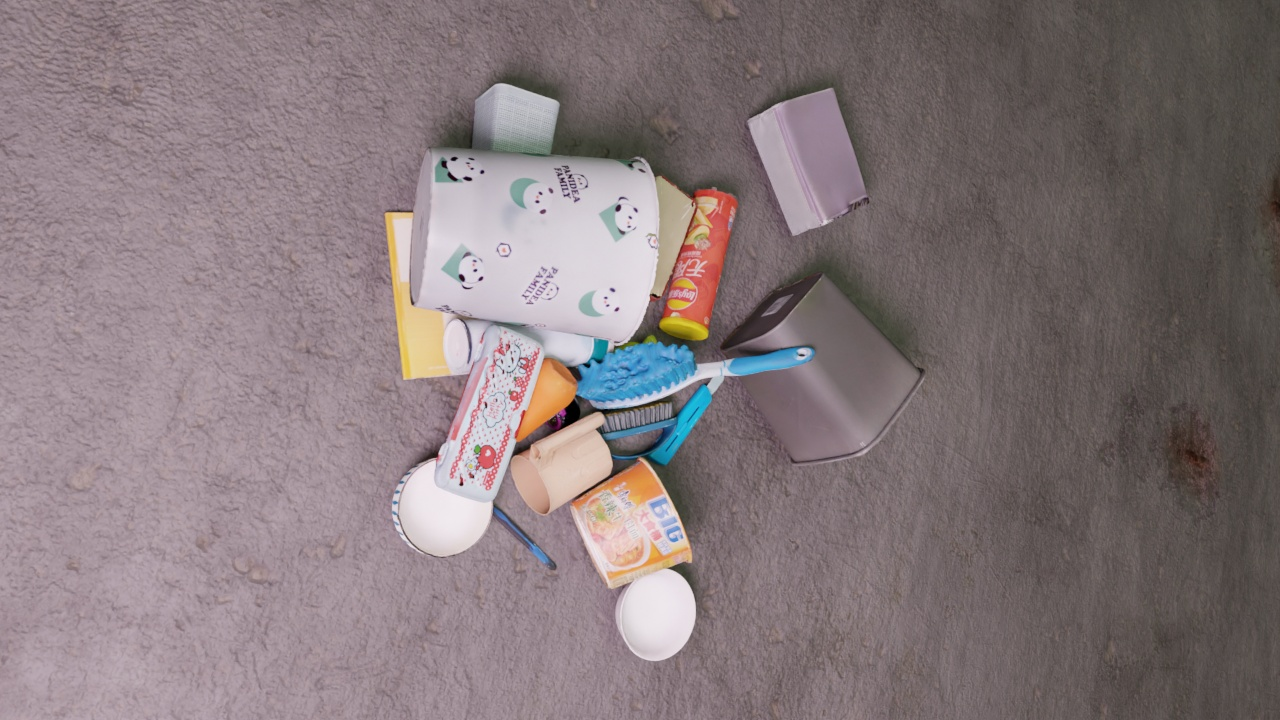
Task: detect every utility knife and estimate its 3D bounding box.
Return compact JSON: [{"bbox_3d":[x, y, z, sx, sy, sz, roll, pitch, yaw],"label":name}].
[{"bbox_3d":[0.070,0.079,1.321,0.034,0.018,0.185,48,62,-18],"label":"utility knife"}]

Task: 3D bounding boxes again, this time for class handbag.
[{"bbox_3d":[0.268,-0.313,1.439,0.144,0.099,0.197,-25,97,-30],"label":"handbag"}]

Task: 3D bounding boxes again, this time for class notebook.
[{"bbox_3d":[-0.239,-0.084,1.151,0.145,0.010,0.206,-5,87,-33],"label":"notebook"}]

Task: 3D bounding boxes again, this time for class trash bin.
[{"bbox_3d":[-0.133,-0.141,1.079,0.251,0.230,0.229,4,82,-20],"label":"trash bin"},{"bbox_3d":[0.258,0.008,1.352,0.220,0.199,0.198,50,61,-10],"label":"trash bin"}]

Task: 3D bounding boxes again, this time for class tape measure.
[{"bbox_3d":[-0.108,0.061,1.188,0.039,0.057,0.058,-29,84,-33],"label":"tape measure"}]

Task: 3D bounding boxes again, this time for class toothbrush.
[{"bbox_3d":[-0.170,0.206,1.163,0.189,0.016,0.014,49,53,-21],"label":"toothbrush"}]

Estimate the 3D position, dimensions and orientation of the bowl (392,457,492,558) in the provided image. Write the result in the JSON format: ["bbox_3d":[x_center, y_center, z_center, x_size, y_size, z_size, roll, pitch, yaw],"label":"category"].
[{"bbox_3d":[-0.241,0.173,1.088,0.116,0.066,0.116,4,82,-33],"label":"bowl"}]

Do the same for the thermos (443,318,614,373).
[{"bbox_3d":[-0.135,-0.019,1.167,0.223,0.073,0.073,-3,86,-38],"label":"thermos"}]

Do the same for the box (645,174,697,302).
[{"bbox_3d":[0.013,-0.170,1.277,0.091,0.077,0.168,31,69,-26],"label":"box"}]

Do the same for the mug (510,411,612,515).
[{"bbox_3d":[-0.096,0.123,1.156,0.103,0.125,0.084,-27,59,-33],"label":"mug"}]

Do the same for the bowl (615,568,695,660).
[{"bbox_3d":[0.008,0.335,1.226,0.118,0.065,0.118,4,83,-31],"label":"bowl"}]

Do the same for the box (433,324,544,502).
[{"bbox_3d":[-0.176,0.061,1.062,0.086,0.048,0.201,26,76,-36],"label":"box"}]

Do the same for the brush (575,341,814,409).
[{"bbox_3d":[0.073,0.009,1.207,0.315,0.109,0.060,-15,62,6],"label":"brush"}]

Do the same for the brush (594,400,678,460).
[{"bbox_3d":[-0.010,0.097,1.246,0.143,0.055,0.073,-10,88,-33],"label":"brush"}]

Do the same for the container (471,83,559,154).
[{"bbox_3d":[-0.164,-0.278,1.174,0.089,0.090,0.111,10,82,-31],"label":"container"}]

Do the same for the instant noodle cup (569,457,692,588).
[{"bbox_3d":[-0.016,0.214,1.175,0.111,0.151,0.151,-24,98,-11],"label":"instant noodle cup"}]

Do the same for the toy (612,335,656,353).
[{"bbox_3d":[-0.008,0.007,1.272,0.100,0.031,0.096,17,83,-31],"label":"toy"}]

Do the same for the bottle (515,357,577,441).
[{"bbox_3d":[-0.146,0.064,1.138,0.150,0.066,0.067,-44,112,12],"label":"bottle"}]

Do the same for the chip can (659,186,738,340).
[{"bbox_3d":[0.085,-0.139,1.323,0.073,0.073,0.216,23,72,-28],"label":"chip can"}]
